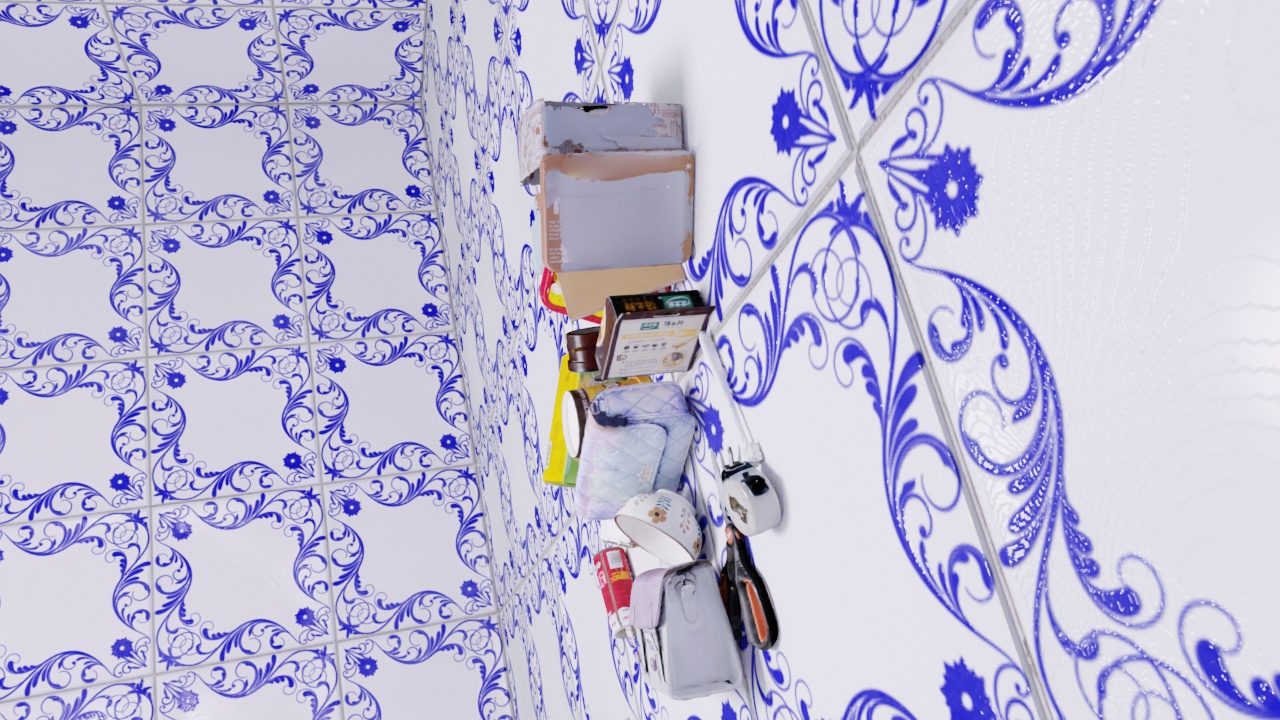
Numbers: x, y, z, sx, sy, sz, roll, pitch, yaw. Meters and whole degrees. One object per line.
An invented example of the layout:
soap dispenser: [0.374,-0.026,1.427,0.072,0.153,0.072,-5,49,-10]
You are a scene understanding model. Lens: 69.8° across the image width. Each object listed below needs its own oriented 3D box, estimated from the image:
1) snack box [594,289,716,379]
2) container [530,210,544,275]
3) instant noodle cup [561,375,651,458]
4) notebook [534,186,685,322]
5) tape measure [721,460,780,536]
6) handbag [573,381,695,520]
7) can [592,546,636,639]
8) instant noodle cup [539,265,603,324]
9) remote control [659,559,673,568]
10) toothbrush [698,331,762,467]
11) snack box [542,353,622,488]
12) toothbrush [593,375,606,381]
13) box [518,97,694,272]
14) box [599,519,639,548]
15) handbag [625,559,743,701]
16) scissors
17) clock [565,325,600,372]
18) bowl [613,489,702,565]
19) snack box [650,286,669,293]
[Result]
snack box: [0.015,-0.034,1.055,0.126,0.113,0.053,105,153,-47]
container: [-0.108,-0.191,1.358,0.112,0.090,0.090,123,141,-62]
instant noodle cup: [-0.043,0.082,1.268,0.118,0.114,0.118,174,91,-73]
notebook: [-0.042,-0.157,1.154,0.012,0.149,0.211,63,-171,-58]
tape measure: [0.111,0.142,0.925,0.066,0.033,0.066,36,141,57]
handbag: [-0.010,0.116,1.145,0.194,0.134,0.075,100,157,-43]
can: [-0.033,0.359,1.422,0.053,0.053,0.132,106,152,-49]
instant noodle cup: [-0.066,-0.124,1.249,0.123,0.116,0.116,-73,-2,-67]
remote control: [0.041,0.266,1.218,0.056,0.020,0.136,-177,82,-71]
toothbrush: [0.095,0.036,0.988,0.016,0.016,0.180,116,144,-46]
snack box: [-0.087,0.089,1.397,0.158,0.070,0.210,158,122,-72]
toothbrush: [-0.007,0.007,1.200,0.182,0.015,0.018,-20,69,50]
box: [-0.040,-0.195,1.072,0.157,0.183,0.193,-170,78,-72]
box: [-0.017,0.223,1.327,0.184,0.059,0.089,163,102,-74]
handbag: [0.042,0.314,1.080,0.197,0.098,0.145,124,139,-72]
scissors: [0.101,0.216,1.016,0.211,0.021,0.221,103,154,-47]
clock: [-0.064,-0.019,1.280,0.122,0.082,0.055,-103,4,-80]
bowl: [0.030,0.199,1.131,0.062,0.113,0.114,-57,4,-23]
snack box: [0.005,-0.066,1.216,0.153,0.025,0.075,122,137,-63]
